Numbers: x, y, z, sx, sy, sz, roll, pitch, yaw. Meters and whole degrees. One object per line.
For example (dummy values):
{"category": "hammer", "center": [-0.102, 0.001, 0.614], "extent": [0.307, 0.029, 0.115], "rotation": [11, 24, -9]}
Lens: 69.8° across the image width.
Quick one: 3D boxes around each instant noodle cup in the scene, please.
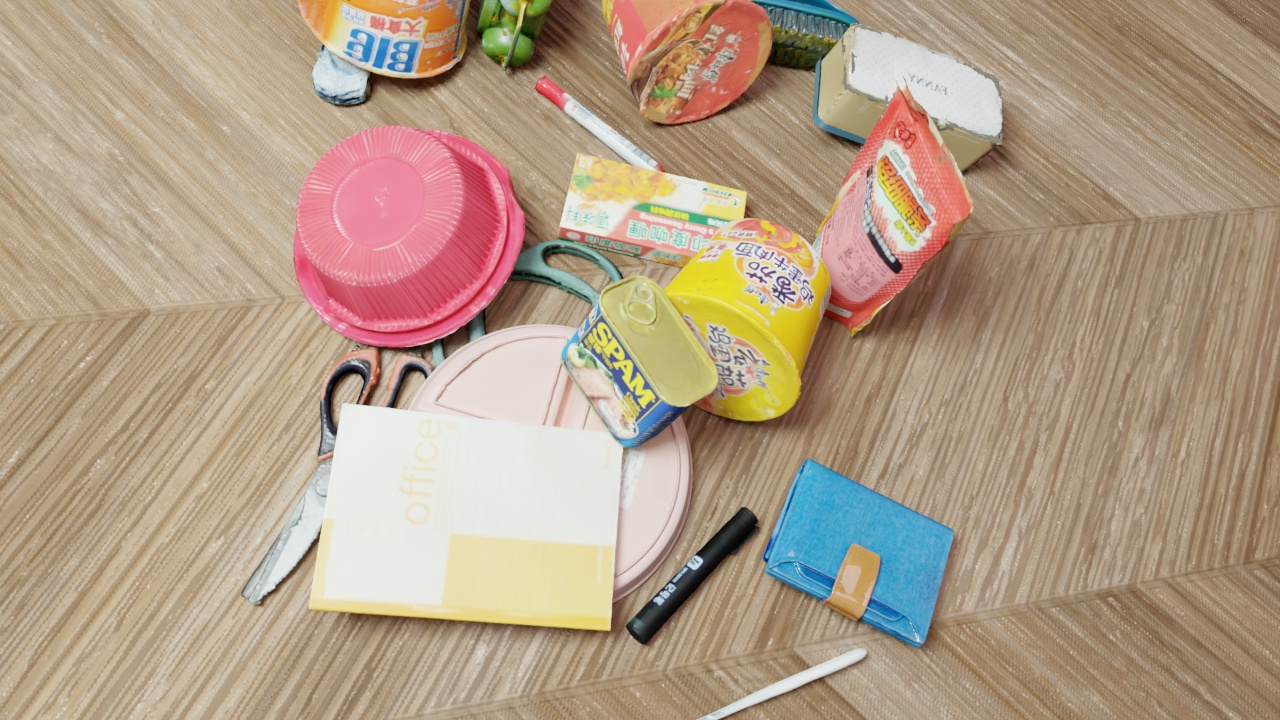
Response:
{"category": "instant noodle cup", "center": [0.036, -0.301, 0.826], "extent": [0.137, 0.138, 0.108], "rotation": [-16, 63, -15]}
{"category": "instant noodle cup", "center": [0.080, -0.038, 0.724], "extent": [0.138, 0.138, 0.109], "rotation": [30, 58, 4]}
{"category": "instant noodle cup", "center": [-0.209, -0.336, 0.786], "extent": [0.151, 0.112, 0.151], "rotation": [14, 53, -19]}
{"category": "instant noodle cup", "center": [-0.192, -0.111, 0.715], "extent": [0.194, 0.066, 0.193], "rotation": [-3, 71, 7]}

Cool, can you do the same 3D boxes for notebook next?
{"category": "notebook", "center": [-0.117, 0.110, 0.651], "extent": [0.206, 0.010, 0.145], "rotation": [8, 71, -11]}

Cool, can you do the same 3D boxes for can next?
{"category": "can", "center": [-0.004, 0.004, 0.667], "extent": [0.057, 0.083, 0.102], "rotation": [-27, 77, -38]}

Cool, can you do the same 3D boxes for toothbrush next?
{"category": "toothbrush", "center": [0.088, 0.248, 0.667], "extent": [0.180, 0.016, 0.016], "rotation": [-18, 80, -15]}

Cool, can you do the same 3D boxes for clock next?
{"category": "clock", "center": [-0.110, -0.334, 0.823], "extent": [0.056, 0.116, 0.161], "rotation": [12, 63, -15]}

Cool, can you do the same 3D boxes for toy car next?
{"category": "toy car", "center": [-0.262, -0.276, 0.819], "extent": [0.049, 0.031, 0.105], "rotation": [4, 68, -7]}

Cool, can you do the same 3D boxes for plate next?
{"category": "plate", "center": [-0.068, 0.077, 0.695], "extent": [0.229, 0.028, 0.229], "rotation": [4, 71, -12]}

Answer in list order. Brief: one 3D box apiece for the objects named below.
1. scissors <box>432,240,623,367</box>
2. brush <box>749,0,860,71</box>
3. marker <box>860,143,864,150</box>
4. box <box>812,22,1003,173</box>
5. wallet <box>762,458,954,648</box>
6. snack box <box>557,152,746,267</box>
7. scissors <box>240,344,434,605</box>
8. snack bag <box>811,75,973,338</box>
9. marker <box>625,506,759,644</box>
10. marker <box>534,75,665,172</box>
{"category": "scissors", "center": [-0.098, -0.040, 0.755], "extent": [0.174, 0.019, 0.169], "rotation": [9, 68, -7]}
{"category": "brush", "center": [0.147, -0.327, 0.892], "extent": [0.144, 0.055, 0.073], "rotation": [11, 68, -4]}
{"category": "marker", "center": [0.220, -0.213, 0.878], "extent": [0.017, 0.017, 0.145], "rotation": [15, 66, -3]}
{"category": "box", "center": [0.244, -0.243, 0.854], "extent": [0.184, 0.064, 0.089], "rotation": [16, 65, -12]}
{"category": "wallet", "center": [0.169, 0.147, 0.711], "extent": [0.133, 0.040, 0.106], "rotation": [26, 62, 3]}
{"category": "snack box", "center": [0.012, -0.127, 0.803], "extent": [0.156, 0.027, 0.077], "rotation": [12, 68, -4]}
{"category": "scissors", "center": [-0.239, 0.075, 0.686], "extent": [0.209, 0.015, 0.182], "rotation": [-24, 75, -18]}
{"category": "snack bag", "center": [0.188, -0.107, 0.724], "extent": [0.073, 0.208, 0.128], "rotation": [-7, 68, -14]}
{"category": "marker", "center": [0.041, 0.162, 0.693], "extent": [0.131, 0.020, 0.022], "rotation": [-41, 108, -23]}
{"category": "marker", "center": [-0.037, -0.211, 0.835], "extent": [0.145, 0.017, 0.017], "rotation": [39, 67, 8]}
